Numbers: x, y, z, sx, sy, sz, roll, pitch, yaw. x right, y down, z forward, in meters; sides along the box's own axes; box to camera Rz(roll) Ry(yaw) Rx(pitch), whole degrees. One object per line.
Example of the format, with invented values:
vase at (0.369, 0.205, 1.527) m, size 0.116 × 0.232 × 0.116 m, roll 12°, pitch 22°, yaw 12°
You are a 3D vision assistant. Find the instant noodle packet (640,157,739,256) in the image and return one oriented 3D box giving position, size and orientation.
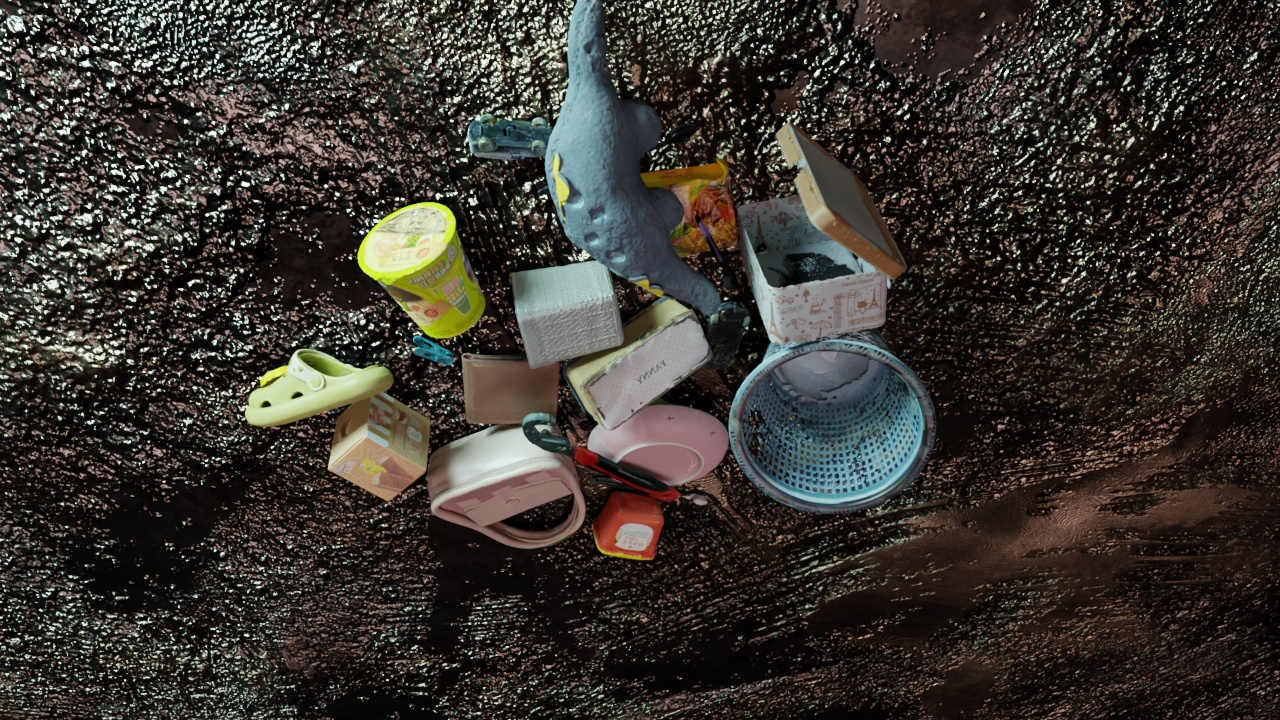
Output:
instant noodle packet at (0.043, -0.164, 1.028) m, size 0.128 × 0.044 × 0.111 m, roll -11°, pitch 126°, yaw 1°

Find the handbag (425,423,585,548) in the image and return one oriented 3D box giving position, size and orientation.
handbag at (-0.167, 0.190, 1.277) m, size 0.193 × 0.093 × 0.234 m, roll -19°, pitch 137°, yaw 9°

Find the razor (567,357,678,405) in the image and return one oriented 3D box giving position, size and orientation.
razor at (-0.020, 0.034, 1.180) m, size 0.167 × 0.062 × 0.067 m, roll 23°, pitch 91°, yaw -31°

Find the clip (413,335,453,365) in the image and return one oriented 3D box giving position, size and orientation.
clip at (-0.254, -0.011, 1.126) m, size 0.056 × 0.040 × 0.014 m, roll 26°, pitch 122°, yaw -36°

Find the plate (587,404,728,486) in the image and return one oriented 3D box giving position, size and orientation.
plate at (0.025, 0.127, 1.241) m, size 0.192 × 0.039 × 0.193 m, roll -2°, pitch 144°, yaw -1°

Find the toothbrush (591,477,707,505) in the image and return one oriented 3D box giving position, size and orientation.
toothbrush at (0.015, 0.189, 1.339) m, size 0.181 × 0.018 × 0.016 m, roll 12°, pitch 130°, yaw -16°

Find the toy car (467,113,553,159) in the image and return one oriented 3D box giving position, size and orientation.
toy car at (-0.133, -0.227, 0.949) m, size 0.090 × 0.042 × 0.034 m, roll 0°, pitch 144°, yaw -9°

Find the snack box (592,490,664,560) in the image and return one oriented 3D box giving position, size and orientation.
snack box at (-0.015, 0.240, 1.336) m, size 0.091 × 0.082 × 0.080 m, roll 13°, pitch 117°, yaw -20°

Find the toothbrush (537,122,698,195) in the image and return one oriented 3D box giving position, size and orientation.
toothbrush at (-0.026, -0.217, 0.994) m, size 0.190 × 0.016 × 0.014 m, roll -20°, pitch 139°, yaw 12°

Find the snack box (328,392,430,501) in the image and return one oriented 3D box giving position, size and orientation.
snack box at (-0.330, 0.106, 1.165) m, size 0.077 × 0.092 × 0.094 m, roll -38°, pitch 126°, yaw 22°

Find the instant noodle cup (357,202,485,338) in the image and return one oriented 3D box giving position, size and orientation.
instant noodle cup at (-0.230, -0.091, 1.012) m, size 0.112 × 0.111 × 0.123 m, roll -18°, pitch 137°, yaw 6°

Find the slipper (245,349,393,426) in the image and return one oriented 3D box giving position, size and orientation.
slipper at (-0.389, 0.025, 1.107) m, size 0.191 × 0.091 × 0.081 m, roll -14°, pitch 91°, yaw 15°

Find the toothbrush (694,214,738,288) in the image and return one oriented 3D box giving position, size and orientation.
toothbrush at (0.085, -0.121, 1.042) m, size 0.017 × 0.014 × 0.189 m, roll 4°, pitch 163°, yaw 21°

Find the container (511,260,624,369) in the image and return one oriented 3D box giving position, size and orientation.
container at (-0.084, -0.057, 1.070) m, size 0.114 × 0.090 × 0.090 m, roll -12°, pitch 131°, yaw -3°

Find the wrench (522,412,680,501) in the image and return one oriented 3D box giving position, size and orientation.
wrench at (-0.049, 0.133, 1.199) m, size 0.056 × 0.016 × 0.273 m, roll -28°, pitch 134°, yaw 34°

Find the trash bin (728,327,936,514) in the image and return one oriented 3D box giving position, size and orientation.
trash bin at (0.225, 0.038, 1.105) m, size 0.227 × 0.194 × 0.227 m, roll 4°, pitch 118°, yaw 7°

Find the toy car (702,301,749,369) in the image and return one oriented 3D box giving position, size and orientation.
toy car at (0.103, -0.033, 1.153) m, size 0.049 × 0.031 × 0.106 m, roll 3°, pitch 131°, yaw -16°

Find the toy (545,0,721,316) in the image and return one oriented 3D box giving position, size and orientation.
toy at (-0.025, -0.184, 0.940) m, size 0.137 × 0.091 × 0.356 m, roll -25°, pitch 113°, yaw -7°

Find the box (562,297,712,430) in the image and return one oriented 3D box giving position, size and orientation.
box at (-0.007, 0.006, 1.107) m, size 0.184 × 0.061 × 0.090 m, roll -33°, pitch 126°, yaw -12°

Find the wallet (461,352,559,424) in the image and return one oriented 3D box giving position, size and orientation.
wallet at (-0.164, 0.034, 1.172) m, size 0.124 × 0.032 × 0.101 m, roll -1°, pitch 127°, yaw -9°

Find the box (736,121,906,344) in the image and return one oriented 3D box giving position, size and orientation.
box at (0.189, -0.145, 0.974) m, size 0.153 × 0.182 × 0.178 m, roll -12°, pitch 130°, yaw 1°
